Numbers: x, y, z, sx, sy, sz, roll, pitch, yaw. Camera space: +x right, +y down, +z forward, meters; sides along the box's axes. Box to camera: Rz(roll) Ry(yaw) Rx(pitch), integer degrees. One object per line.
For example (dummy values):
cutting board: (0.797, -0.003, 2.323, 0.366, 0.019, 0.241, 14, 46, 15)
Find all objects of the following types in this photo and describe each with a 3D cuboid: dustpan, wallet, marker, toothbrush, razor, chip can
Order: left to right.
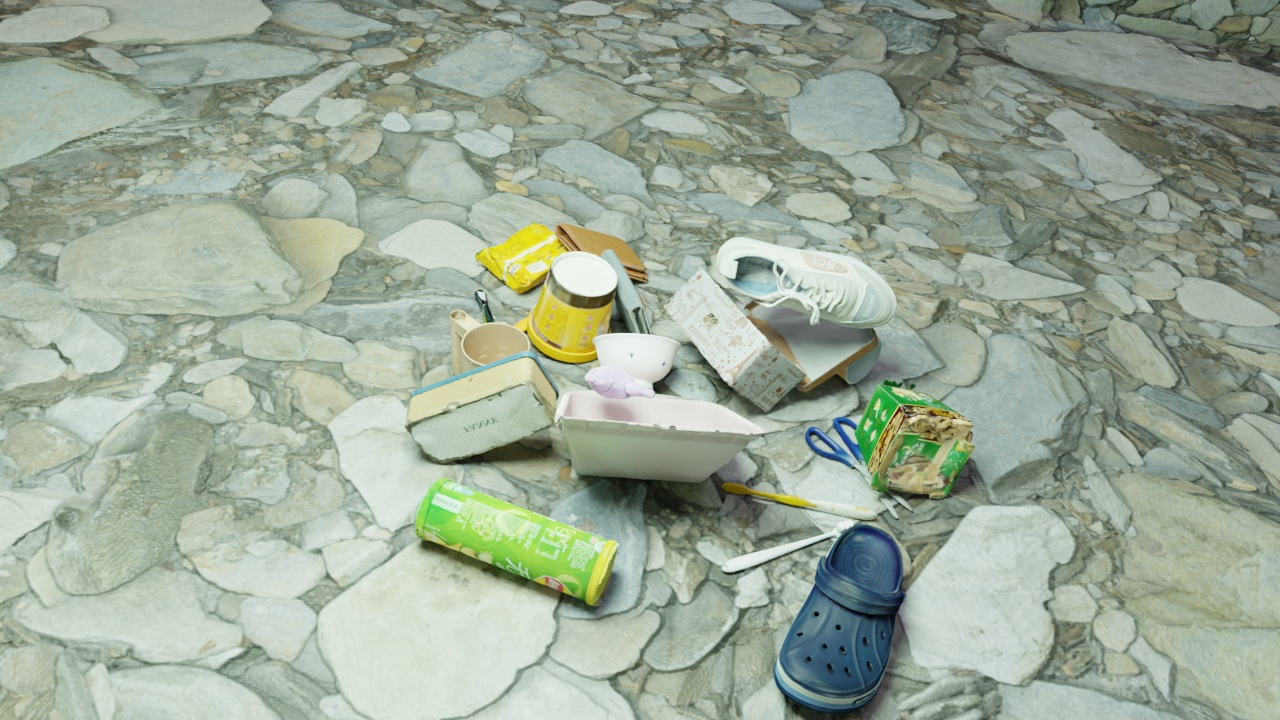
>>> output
razor: (-0.215, -0.059, 1.302, 0.042, 0.022, 0.142, -5, 43, -19)
chip can: (-0.136, 0.193, 0.993, 0.221, 0.073, 0.072, 19, 42, 10)
marker: (-0.143, -0.065, 1.329, 0.018, 0.015, 0.123, 31, 43, 21)
wallet: (-0.056, -0.165, 1.409, 0.131, 0.031, 0.108, 7, 34, -45)
wallet: (-0.013, -0.083, 1.304, 0.037, 0.107, 0.129, -24, 48, -4)
dustpan: (0.007, 0.055, 1.080, 0.222, 0.274, 0.138, 6, 66, -8)
toothbrush: (0.173, 0.216, 1.066, 0.179, 0.016, 0.016, -12, 43, -23)
toothbrush: (0.195, 0.170, 1.124, 0.191, 0.016, 0.018, 11, 33, 3)

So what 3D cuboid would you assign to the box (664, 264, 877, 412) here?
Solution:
box: (0.172, -0.057, 1.241, 0.227, 0.156, 0.180, -33, 50, 0)

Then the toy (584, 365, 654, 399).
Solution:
toy: (-0.031, 0.027, 1.089, 0.084, 0.039, 0.108, 16, -4, -9)

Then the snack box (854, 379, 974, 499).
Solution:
snack box: (0.339, 0.096, 1.164, 0.118, 0.118, 0.105, 11, 26, -20)

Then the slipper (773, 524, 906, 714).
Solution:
slipper: (0.227, 0.260, 0.971, 0.105, 0.095, 0.252, 22, 39, 18)

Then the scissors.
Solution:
scissors: (0.291, 0.132, 1.187, 0.171, 0.012, 0.140, 26, 44, 16)

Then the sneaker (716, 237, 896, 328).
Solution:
sneaker: (0.214, -0.097, 1.173, 0.242, 0.090, 0.090, 17, 19, 1)

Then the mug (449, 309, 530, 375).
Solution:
mug: (-0.199, 0.008, 1.167, 0.125, 0.104, 0.084, 35, 47, 26)

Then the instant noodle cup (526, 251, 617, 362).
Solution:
instant noodle cup: (-0.089, -0.078, 1.264, 0.118, 0.115, 0.118, 10, 44, -10)

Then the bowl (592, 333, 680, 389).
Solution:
bowl: (-0.007, 0.007, 1.222, 0.118, 0.118, 0.064, 5, 79, -5)

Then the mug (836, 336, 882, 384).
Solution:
mug: (0.275, -0.030, 1.322, 0.078, 0.078, 0.123, -26, 48, -34)

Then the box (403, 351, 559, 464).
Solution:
box: (-0.180, 0.055, 1.081, 0.184, 0.090, 0.059, -19, 41, 9)

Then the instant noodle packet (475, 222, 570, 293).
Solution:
instant noodle packet: (-0.171, -0.156, 1.403, 0.111, 0.044, 0.128, 36, 50, 25)
